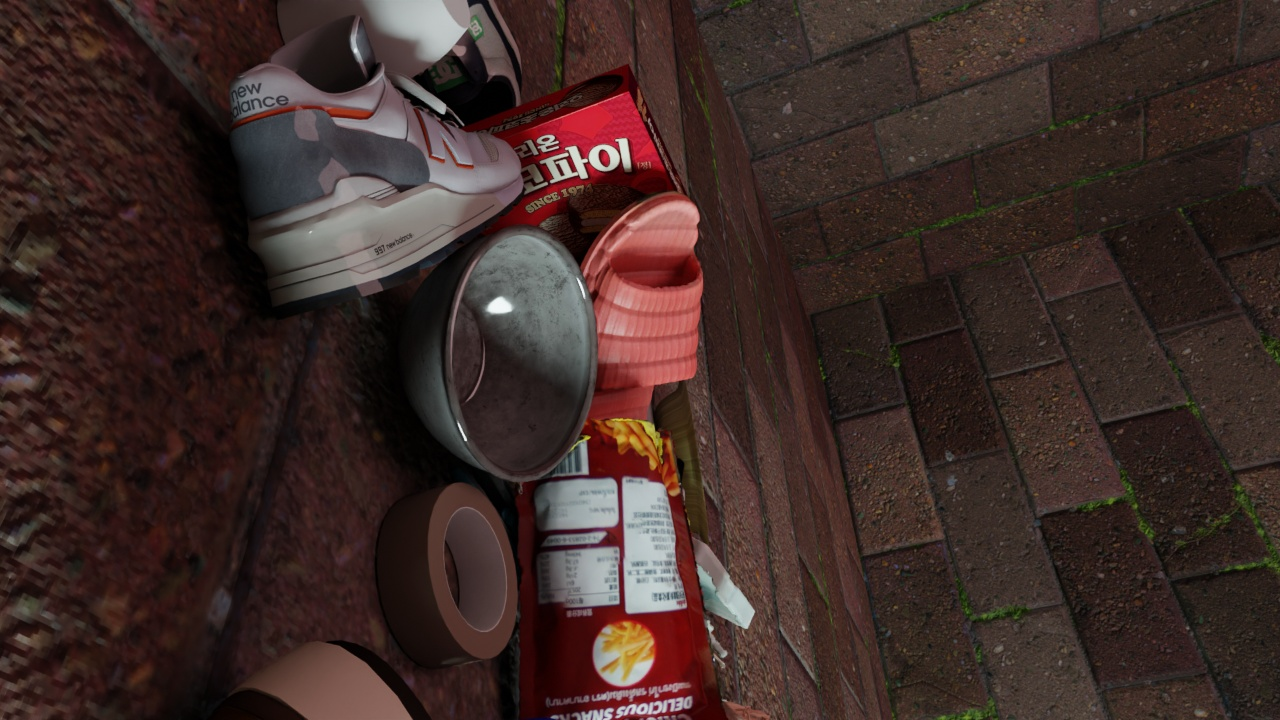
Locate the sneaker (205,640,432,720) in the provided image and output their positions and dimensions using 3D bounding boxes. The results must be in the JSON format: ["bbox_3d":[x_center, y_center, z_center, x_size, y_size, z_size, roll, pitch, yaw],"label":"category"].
[{"bbox_3d":[-0.089,0.250,0.301,0.116,0.112,0.294,-30,105,-52],"label":"sneaker"}]

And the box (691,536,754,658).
[{"bbox_3d":[0.043,0.190,0.782,0.086,0.072,0.199,59,0,33],"label":"box"}]

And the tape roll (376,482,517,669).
[{"bbox_3d":[-0.101,0.114,0.491,0.093,0.030,0.093,-16,90,-75],"label":"tape roll"}]

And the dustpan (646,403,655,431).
[{"bbox_3d":[-0.009,0.072,0.810,0.163,0.033,0.257,6,73,-84],"label":"dustpan"}]

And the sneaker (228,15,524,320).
[{"bbox_3d":[-0.137,-0.119,0.492,0.239,0.089,0.124,-67,141,-62],"label":"sneaker"}]

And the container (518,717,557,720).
[{"bbox_3d":[-0.048,0.235,0.454,0.113,0.085,0.084,55,24,-47],"label":"container"}]

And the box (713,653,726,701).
[{"bbox_3d":[0.047,0.295,0.752,0.143,0.081,0.181,38,32,-14],"label":"box"}]

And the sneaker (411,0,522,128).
[{"bbox_3d":[-0.138,-0.225,0.610,0.235,0.084,0.079,48,30,-65],"label":"sneaker"}]

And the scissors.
[{"bbox_3d":[-0.084,0.114,0.574,0.135,0.019,0.130,23,57,-62],"label":"scissors"}]

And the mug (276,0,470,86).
[{"bbox_3d":[-0.154,-0.205,0.513,0.107,0.089,0.071,56,24,-49],"label":"mug"}]

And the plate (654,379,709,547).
[{"bbox_3d":[0.037,0.104,0.928,0.184,0.036,0.184,155,-74,-89],"label":"plate"}]

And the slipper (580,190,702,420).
[{"bbox_3d":[-0.004,0.004,0.655,0.103,0.059,0.249,-5,117,-45],"label":"slipper"}]

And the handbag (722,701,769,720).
[{"bbox_3d":[0.095,0.317,0.572,0.198,0.187,0.116,-58,138,-9],"label":"handbag"}]

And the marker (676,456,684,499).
[{"bbox_3d":[0.029,0.141,0.853,0.025,0.025,0.126,-78,169,-59],"label":"marker"}]

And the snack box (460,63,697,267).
[{"bbox_3d":[-0.053,-0.123,0.667,0.035,0.152,0.133,-91,158,-43],"label":"snack box"}]

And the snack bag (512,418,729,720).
[{"bbox_3d":[-0.017,0.140,0.573,0.067,0.138,0.207,-41,-127,56],"label":"snack bag"}]

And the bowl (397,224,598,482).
[{"bbox_3d":[-0.090,-0.005,0.535,0.144,0.067,0.145,-5,96,-61],"label":"bowl"}]
